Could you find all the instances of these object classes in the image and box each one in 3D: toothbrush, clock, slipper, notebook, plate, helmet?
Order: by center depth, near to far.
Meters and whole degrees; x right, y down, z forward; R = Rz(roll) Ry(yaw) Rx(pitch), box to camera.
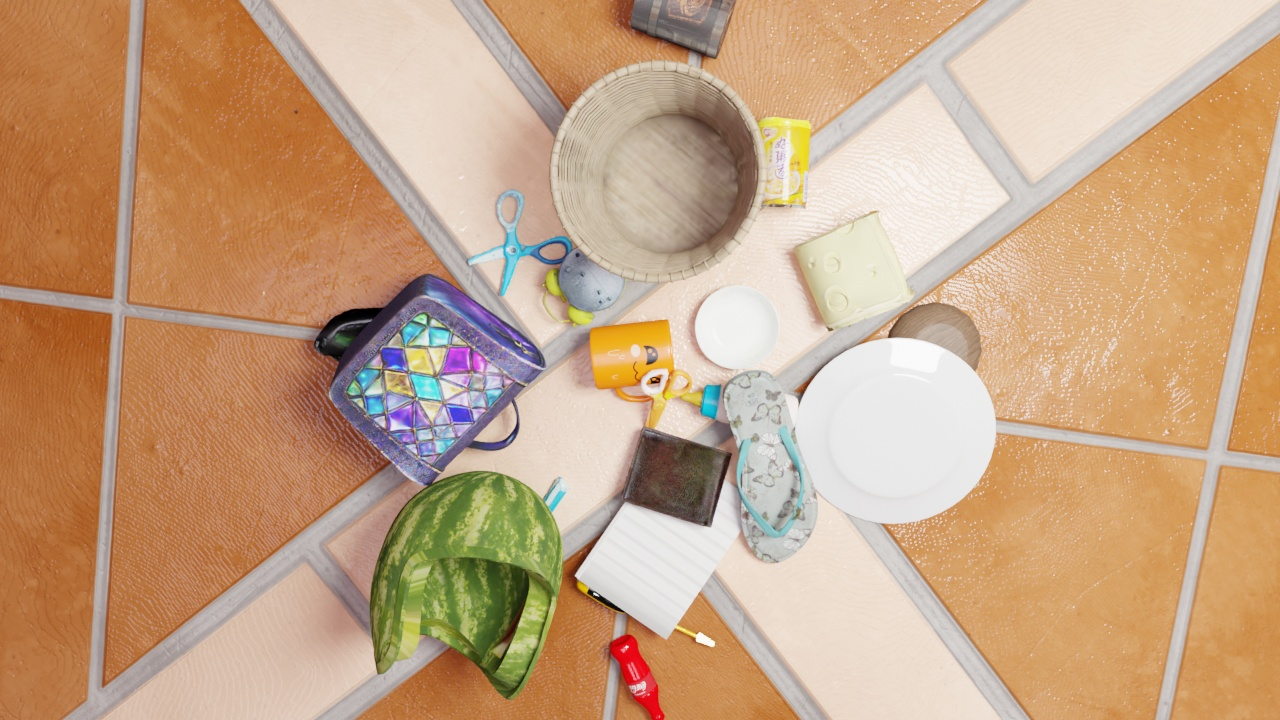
[{"bbox_3d":[-0.202,0.249,1.089,0.213,0.243,0.247,21,95,-22],"label":"helmet"},{"bbox_3d":[0.163,0.139,1.116,0.098,0.054,0.269,-12,111,1],"label":"slipper"},{"bbox_3d":[0.314,0.092,1.133,0.242,0.016,0.243,2,105,7],"label":"plate"},{"bbox_3d":[-0.069,-0.094,1.134,0.119,0.057,0.083,-37,94,6],"label":"clock"},{"bbox_3d":[0.120,-0.042,1.144,0.104,0.026,0.104,0,95,3],"label":"plate"},{"bbox_3d":[0.034,0.228,1.171,0.142,0.009,0.209,35,88,-1],"label":"notebook"},{"bbox_3d":[0.007,0.327,1.191,0.196,0.031,0.031,26,71,-2],"label":"toothbrush"}]

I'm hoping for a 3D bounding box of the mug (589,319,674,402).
[{"bbox_3d":[-0.007,0.007,1.140,0.096,0.077,0.113,-6,127,4],"label":"mug"}]

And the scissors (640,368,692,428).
[{"bbox_3d":[0.021,0.052,1.130,0.064,0.013,0.128,8,139,-12],"label":"scissors"}]

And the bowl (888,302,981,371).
[{"bbox_3d":[0.364,-0.012,1.130,0.118,0.030,0.118,0,96,3],"label":"bowl"}]

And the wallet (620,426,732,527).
[{"bbox_3d":[0.045,0.146,1.154,0.120,0.031,0.099,16,86,0],"label":"wallet"}]

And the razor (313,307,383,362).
[{"bbox_3d":[-0.336,-0.037,1.165,0.151,0.054,0.067,-11,105,-2],"label":"razor"}]

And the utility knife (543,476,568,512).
[{"bbox_3d":[-0.149,0.229,1.197,0.022,0.015,0.181,40,101,28],"label":"utility knife"}]

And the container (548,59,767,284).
[{"bbox_3d":[0.028,-0.204,1.039,0.227,0.196,0.227,1,97,7],"label":"container"}]

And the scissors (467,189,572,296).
[{"bbox_3d":[-0.148,-0.143,1.157,0.137,0.011,0.134,15,94,1],"label":"scissors"}]

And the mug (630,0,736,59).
[{"bbox_3d":[0.057,-0.427,1.088,0.107,0.080,0.115,19,69,2],"label":"mug"}]

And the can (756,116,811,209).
[{"bbox_3d":[0.168,-0.234,1.099,0.068,0.067,0.105,2,97,3],"label":"can"}]

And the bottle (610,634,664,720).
[{"bbox_3d":[0.000,0.418,1.197,0.036,0.036,0.119,-25,95,6],"label":"bottle"}]

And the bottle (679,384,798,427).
[{"bbox_3d":[0.121,0.056,1.142,0.146,0.051,0.051,10,97,2],"label":"bottle"}]

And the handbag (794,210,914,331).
[{"bbox_3d":[0.257,-0.105,1.102,0.111,0.081,0.119,-23,97,18],"label":"handbag"}]

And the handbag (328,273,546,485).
[{"bbox_3d":[-0.237,0.028,1.118,0.205,0.125,0.222,-45,111,7],"label":"handbag"}]
